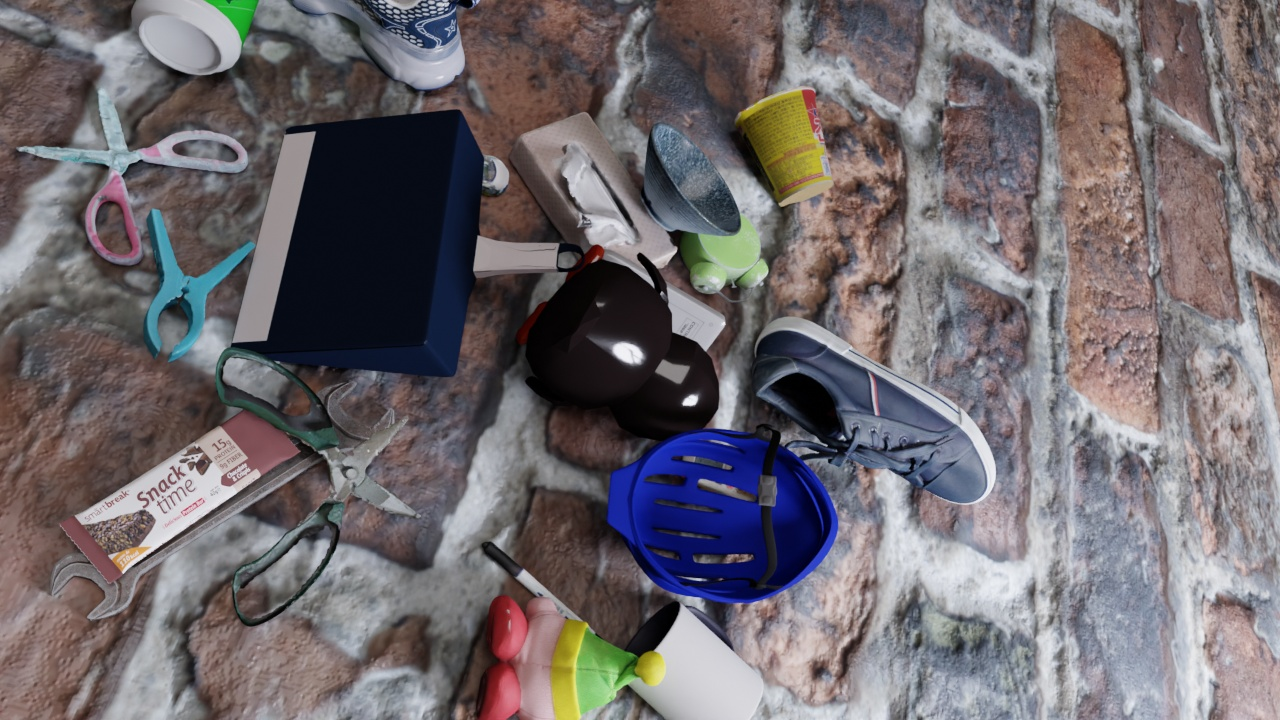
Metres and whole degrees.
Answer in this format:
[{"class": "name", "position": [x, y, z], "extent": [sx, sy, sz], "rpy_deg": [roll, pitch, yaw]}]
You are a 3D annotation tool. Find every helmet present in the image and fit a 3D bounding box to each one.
[{"class": "helmet", "position": [0.094, 0.128, 0.770], "extent": [0.241, 0.228, 0.147], "rpy_deg": [12, 72, -23]}]

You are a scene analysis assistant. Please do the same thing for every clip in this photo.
[{"class": "clip", "position": [-0.372, -0.058, 0.731], "extent": [0.097, 0.026, 0.116], "rpy_deg": [18, 64, -27]}]

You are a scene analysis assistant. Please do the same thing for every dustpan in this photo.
[{"class": "dustpan", "position": [-0.191, -0.100, 0.808], "extent": [0.273, 0.080, 0.235], "rpy_deg": [-3, 64, 10]}]

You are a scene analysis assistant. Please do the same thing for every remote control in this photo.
[{"class": "remote control", "position": [0.095, 0.119, 0.901], "extent": [0.125, 0.018, 0.038], "rpy_deg": [25, 59, -14]}, {"class": "remote control", "position": [0.002, -0.049, 0.900], "extent": [0.151, 0.074, 0.019], "rpy_deg": [29, 25, -13]}]

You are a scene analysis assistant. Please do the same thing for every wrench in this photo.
[{"class": "wrench", "position": [-0.310, 0.101, 0.707], "extent": [0.272, 0.010, 0.070], "rpy_deg": [-37, 87, -34]}]

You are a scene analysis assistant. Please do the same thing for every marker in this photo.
[{"class": "marker", "position": [-0.076, 0.204, 0.779], "extent": [0.152, 0.011, 0.011], "rpy_deg": [42, 56, -4]}]

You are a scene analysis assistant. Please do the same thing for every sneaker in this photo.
[{"class": "sneaker", "position": [-0.272, -0.388, 0.875], "extent": [0.269, 0.133, 0.103], "rpy_deg": [38, 58, -6]}, {"class": "sneaker", "position": [0.232, 0.082, 0.937], "extent": [0.294, 0.121, 0.127], "rpy_deg": [32, 44, -7]}]

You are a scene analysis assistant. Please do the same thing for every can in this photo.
[{"class": "can", "position": [-0.388, -0.332, 0.817], "extent": [0.087, 0.088, 0.139], "rpy_deg": [15, 62, -21]}]

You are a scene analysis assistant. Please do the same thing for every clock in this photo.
[{"class": "clock", "position": [0.088, -0.117, 0.990], "extent": [0.094, 0.043, 0.119], "rpy_deg": [-9, 73, -29]}]

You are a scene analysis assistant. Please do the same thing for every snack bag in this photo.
[{"class": "snack bag", "position": [-0.337, 0.093, 0.682], "extent": [0.057, 0.013, 0.157], "rpy_deg": [49, 56, 3]}]

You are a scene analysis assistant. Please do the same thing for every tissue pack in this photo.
[{"class": "tissue pack", "position": [-0.047, -0.163, 0.931], "extent": [0.103, 0.071, 0.181], "rpy_deg": [-29, 87, -35]}]

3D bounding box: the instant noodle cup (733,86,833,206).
[{"class": "instant noodle cup", "position": [0.175, -0.245, 1.068], "extent": [0.100, 0.101, 0.112], "rpy_deg": [-18, 85, -32]}]

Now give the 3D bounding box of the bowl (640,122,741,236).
[{"class": "bowl", "position": [0.038, -0.169, 0.934], "extent": [0.137, 0.057, 0.136], "rpy_deg": [38, 32, -29]}]

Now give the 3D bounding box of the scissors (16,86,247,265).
[{"class": "scissors", "position": [-0.417, -0.159, 0.771], "extent": [0.176, 0.013, 0.170], "rpy_deg": [-13, 72, -29]}]

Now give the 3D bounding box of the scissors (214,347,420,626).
[{"class": "scissors", "position": [-0.269, 0.099, 0.707], "extent": [0.201, 0.015, 0.205], "rpy_deg": [39, 60, -22]}]

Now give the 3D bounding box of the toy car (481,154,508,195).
[{"class": "toy car", "position": [-0.170, -0.189, 0.900], "extent": [0.089, 0.027, 0.038], "rpy_deg": [8, 62, -24]}]

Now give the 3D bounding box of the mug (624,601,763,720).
[{"class": "mug", "position": [0.046, 0.258, 0.784], "extent": [0.097, 0.079, 0.111], "rpy_deg": [43, 28, -3]}]

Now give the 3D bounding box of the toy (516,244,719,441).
[{"class": "toy", "position": [-0.005, 0.005, 0.830], "extent": [0.184, 0.140, 0.159], "rpy_deg": [40, 97, -18]}]

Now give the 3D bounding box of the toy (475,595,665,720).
[{"class": "toy", "position": [-0.057, 0.249, 0.716], "extent": [0.131, 0.097, 0.124], "rpy_deg": [13, 65, -19]}]
